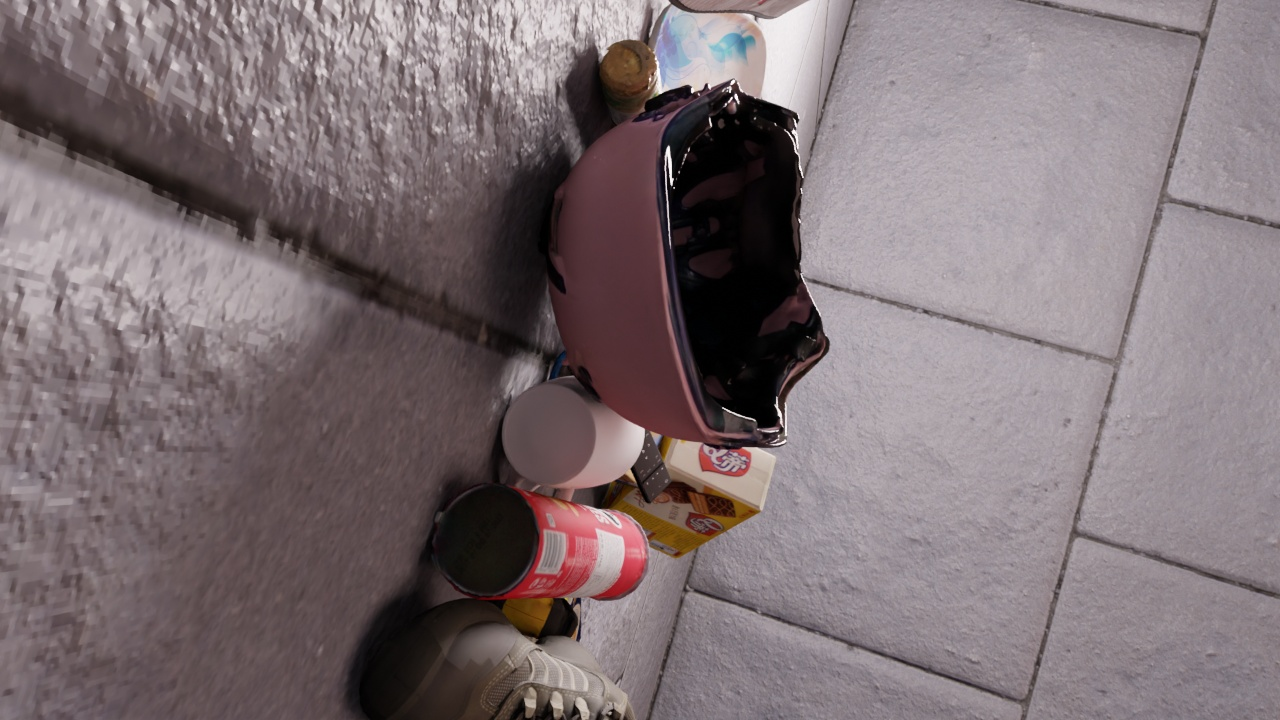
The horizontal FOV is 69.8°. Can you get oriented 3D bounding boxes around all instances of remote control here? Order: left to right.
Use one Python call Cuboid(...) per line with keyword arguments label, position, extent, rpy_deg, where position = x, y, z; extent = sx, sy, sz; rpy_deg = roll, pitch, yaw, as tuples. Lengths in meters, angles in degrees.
Cuboid(label="remote control", position=(-0.009, 0.050, 0.720), extent=(0.030, 0.009, 0.140), rpy_deg=(-42, 122, -33))

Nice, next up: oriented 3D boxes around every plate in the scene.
Cuboid(label="plate", position=(0.047, -0.203, 0.779), extent=(0.186, 0.016, 0.187), rpy_deg=(-11, 117, -56))

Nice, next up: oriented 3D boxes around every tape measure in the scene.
Cuboid(label="tape measure", position=(-0.086, 0.185, 0.687), extent=(0.037, 0.064, 0.066), rpy_deg=(-66, -158, -5))

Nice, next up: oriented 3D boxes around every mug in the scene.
Cuboid(label="mug", position=(-0.060, 0.062, 0.643), extent=(0.114, 0.081, 0.087), rpy_deg=(-44, 167, 11))

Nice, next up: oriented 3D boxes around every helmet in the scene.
Cuboid(label="helmet", position=(0.022, -0.060, 0.603), extent=(0.254, 0.153, 0.230), rpy_deg=(-50, 133, -54))

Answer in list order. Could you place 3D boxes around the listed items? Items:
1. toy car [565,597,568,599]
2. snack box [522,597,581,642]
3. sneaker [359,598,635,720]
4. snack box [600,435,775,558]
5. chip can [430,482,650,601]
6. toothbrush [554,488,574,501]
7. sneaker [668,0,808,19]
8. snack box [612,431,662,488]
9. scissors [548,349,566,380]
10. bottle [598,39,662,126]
Cuboid(label="toy car", position=(-0.071, 0.164, 0.771), extent=(0.048, 0.030, 0.107), rpy_deg=(-57, 146, -41))
Cuboid(label="snack box", position=(-0.097, 0.282, 0.835), extent=(0.145, 0.042, 0.144), rpy_deg=(95, 14, -49))
Cuboid(label="sneaker", position=(-0.061, 0.233, 0.551), extent=(0.101, 0.143, 0.238), rpy_deg=(-52, 147, -3))
Cuboid(label="snack box", position=(0.042, 0.141, 0.972), extent=(0.231, 0.110, 0.061), rpy_deg=(-51, -164, 60))
Cuboid(label="chip can", position=(-0.059, 0.130, 0.633), extent=(0.233, 0.073, 0.073), rpy_deg=(40, 66, -69))
Cuboid(label="toothbrush", position=(-0.090, 0.175, 0.786), extent=(0.018, 0.016, 0.180), rpy_deg=(73, 34, -61))
Cuboid(label="sneaker", position=(0.075, -0.338, 0.694), extent=(0.262, 0.097, 0.129), rpy_deg=(-30, 100, -55))
Cuboid(label="snack box", position=(-0.005, 0.005, 0.826), extent=(0.155, 0.069, 0.202), rpy_deg=(60, 47, -74))
Cuboid(label="scissors", position=(-0.037, -0.026, 0.696), extent=(0.114, 0.013, 0.140), rpy_deg=(-29, 122, -21))
Cuboid(label="bottle", position=(-0.002, -0.178, 0.643), extent=(0.111, 0.043, 0.043), rpy_deg=(67, 40, -73))
